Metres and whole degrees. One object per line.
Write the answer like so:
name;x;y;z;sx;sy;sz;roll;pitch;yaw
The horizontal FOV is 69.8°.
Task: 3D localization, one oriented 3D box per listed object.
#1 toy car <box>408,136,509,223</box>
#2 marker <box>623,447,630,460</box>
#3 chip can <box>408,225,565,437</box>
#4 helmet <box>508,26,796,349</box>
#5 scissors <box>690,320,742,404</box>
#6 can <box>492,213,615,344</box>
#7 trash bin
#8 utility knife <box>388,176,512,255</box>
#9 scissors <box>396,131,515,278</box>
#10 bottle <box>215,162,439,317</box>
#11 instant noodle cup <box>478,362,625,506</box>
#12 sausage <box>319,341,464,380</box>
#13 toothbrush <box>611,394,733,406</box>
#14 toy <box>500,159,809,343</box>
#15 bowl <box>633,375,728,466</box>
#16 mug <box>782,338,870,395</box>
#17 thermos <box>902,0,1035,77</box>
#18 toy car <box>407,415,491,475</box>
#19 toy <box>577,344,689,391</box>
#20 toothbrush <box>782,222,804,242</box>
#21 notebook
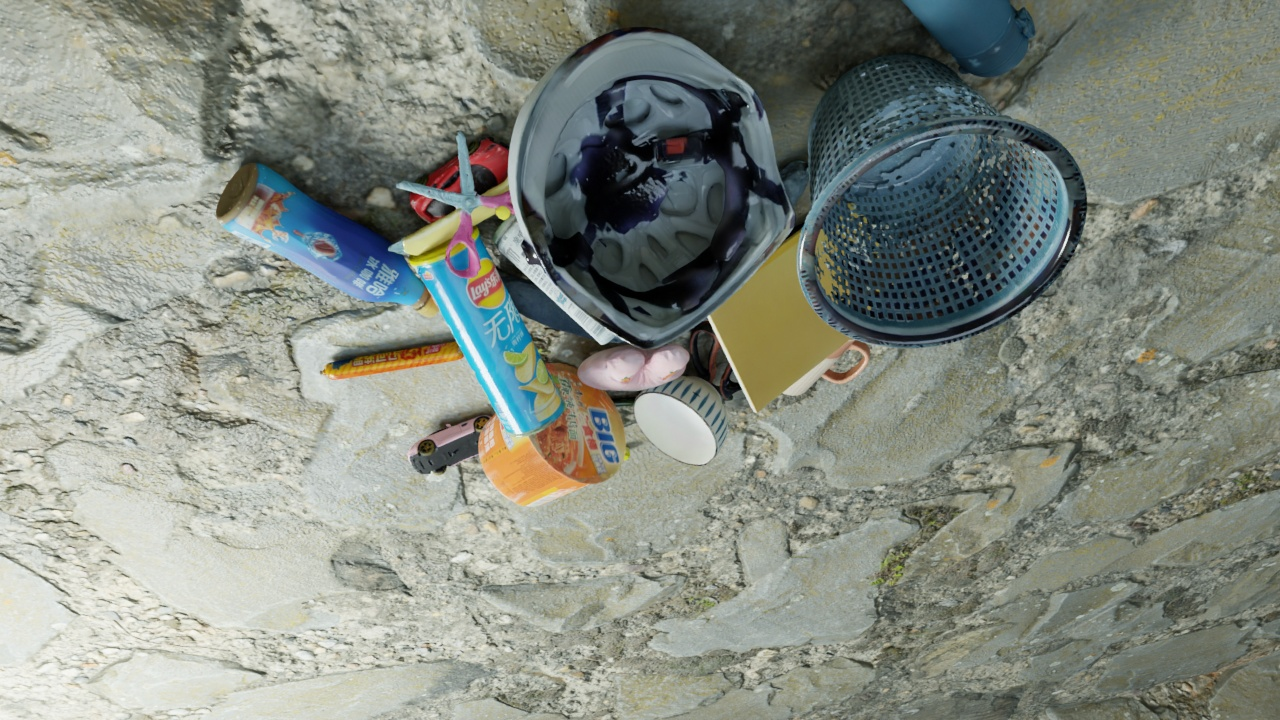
toy car;-0.160;-0.161;0.834;0.106;0.031;0.049;-31;138;18
marker;-0.073;0.137;1.214;0.124;0.015;0.018;-15;137;6
chip can;-0.147;-0.026;0.904;0.071;0.071;0.210;-20;117;9
helmet;-0.009;-0.153;0.779;0.229;0.146;0.258;-44;121;-4
scissors;0.102;0.040;1.097;0.194;0.015;0.206;-8;124;48
can;-0.068;-0.083;0.867;0.146;0.058;0.058;43;124;-1
trash bin;0.234;-0.156;0.797;0.226;0.194;0.227;-2;134;-2
utility knife;-0.153;-0.133;0.827;0.162;0.018;0.031;-32;141;-1
scissors;-0.150;-0.132;0.810;0.133;0.017;0.136;11;112;-21
bottle;-0.275;-0.100;0.848;0.065;0.065;0.218;-36;135;25
instant noodle cup;-0.109;0.093;1.062;0.151;0.151;0.112;23;137;-35
sausage;-0.267;0.001;1.001;0.165;0.021;0.021;-10;140;-3
toothbrush;0.026;0.046;1.136;0.185;0.012;0.017;-3;133;-11
toy;0.018;-0.089;0.928;0.357;0.091;0.138;-23;111;10
bowl;0.056;0.061;1.093;0.116;0.066;0.117;25;143;21
mug;0.200;-0.015;1.045;0.114;0.081;0.106;28;132;-7
thermos;0.241;-0.308;0.736;0.220;0.070;0.070;27;126;-37
toy car;-0.223;0.100;1.119;0.122;0.037;0.056;-22;144;-7
toy;-0.006;0.006;1.003;0.121;0.054;0.159;-7;176;-11
toothbrush;0.109;-0.102;0.972;0.213;0.026;0.027;-24;121;14
notebook;0.169;-0.059;0.937;0.206;0.010;0.146;-37;120;-13
